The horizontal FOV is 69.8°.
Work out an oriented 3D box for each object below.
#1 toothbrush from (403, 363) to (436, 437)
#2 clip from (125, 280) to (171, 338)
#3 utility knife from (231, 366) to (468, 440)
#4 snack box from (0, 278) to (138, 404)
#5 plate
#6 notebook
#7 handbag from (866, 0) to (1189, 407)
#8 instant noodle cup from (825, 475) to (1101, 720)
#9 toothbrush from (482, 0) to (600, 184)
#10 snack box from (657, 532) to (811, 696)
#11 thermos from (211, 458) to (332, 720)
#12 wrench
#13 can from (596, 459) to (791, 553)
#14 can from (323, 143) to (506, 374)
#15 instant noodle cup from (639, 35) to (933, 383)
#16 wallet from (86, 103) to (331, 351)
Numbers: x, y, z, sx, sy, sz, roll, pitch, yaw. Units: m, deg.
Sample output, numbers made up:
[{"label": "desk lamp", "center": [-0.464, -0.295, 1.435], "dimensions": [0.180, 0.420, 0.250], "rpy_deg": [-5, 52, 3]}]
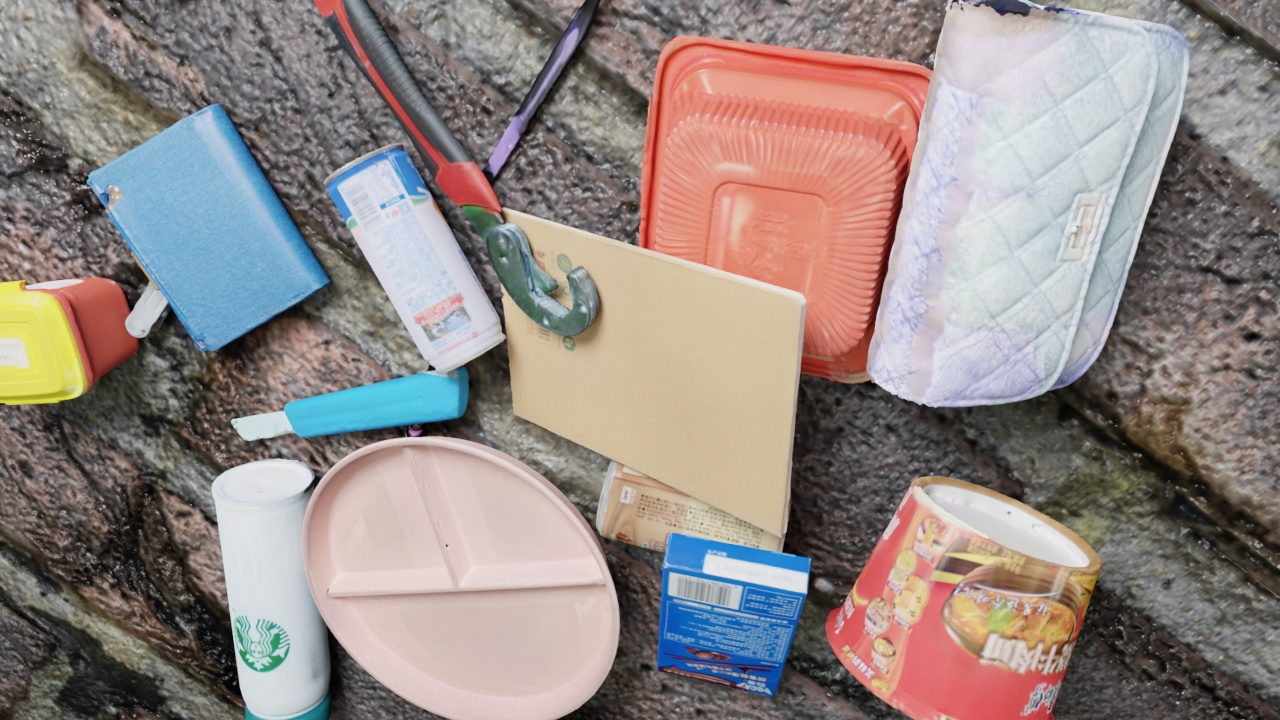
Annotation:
[{"label": "toothbrush", "center": [-0.153, 0.043, 0.628], "dimensions": [0.014, 0.017, 0.189], "rpy_deg": [24, 111, 4]}, {"label": "clip", "center": [-0.332, -0.041, 0.632], "dimensions": [0.025, 0.031, 0.057], "rpy_deg": [37, 104, -6]}, {"label": "utility knife", "center": [-0.203, 0.035, 0.628], "dimensions": [0.199, 0.018, 0.034], "rpy_deg": [-9, 98, 21]}, {"label": "snack box", "center": [-0.399, -0.019, 0.618], "dimensions": [0.091, 0.080, 0.082], "rpy_deg": [-3, 110, 12]}, {"label": "plate", "center": [-0.120, 0.150, 0.617], "dimensions": [0.230, 0.028, 0.230], "rpy_deg": [6, 114, 14]}, {"label": "notebook", "center": [-0.003, 0.003, 0.526], "dimensions": [0.208, 0.008, 0.148], "rpy_deg": [20, 126, 33]}, {"label": "handbag", "center": [0.191, -0.077, 0.458], "dimensions": [0.134, 0.075, 0.194], "rpy_deg": [-5, 114, -24]}, {"label": "instant noodle cup", "center": [0.191, 0.138, 0.539], "dimensions": [0.138, 0.137, 0.109], "rpy_deg": [19, 103, 4]}, {"label": "toothbrush", "center": [-0.044, -0.177, 0.530], "dimensions": [0.014, 0.016, 0.189], "rpy_deg": [41, 115, 7]}, {"label": "snack box", "center": [0.055, 0.167, 0.590], "dimensions": [0.084, 0.026, 0.157], "rpy_deg": [10, 140, 7]}, {"label": "thermos", "center": [-0.266, 0.188, 0.672], "dimensions": [0.073, 0.073, 0.224], "rpy_deg": [6, 111, 9]}, {"label": "wrench", "center": [-0.115, -0.125, 0.532], "dimensions": [0.273, 0.016, 0.056], "rpy_deg": [53, 136, 3]}, {"label": "can", "center": [0.034, 0.098, 0.588], "dimensions": [0.116, 0.058, 0.059], "rpy_deg": [13, 112, 6]}, {"label": "can", "center": [-0.136, -0.061, 0.562], "dimensions": [0.053, 0.053, 0.134], "rpy_deg": [-25, 100, 18]}, {"label": "instant noodle cup", "center": [0.073, -0.073, 0.508], "dimensions": [0.164, 0.078, 0.189], "rpy_deg": [10, 116, 12]}, {"label": "wallet", "center": [-0.278, -0.082, 0.594], "dimensions": [0.106, 0.040, 0.133], "rpy_deg": [-28, 102, 8]}]
